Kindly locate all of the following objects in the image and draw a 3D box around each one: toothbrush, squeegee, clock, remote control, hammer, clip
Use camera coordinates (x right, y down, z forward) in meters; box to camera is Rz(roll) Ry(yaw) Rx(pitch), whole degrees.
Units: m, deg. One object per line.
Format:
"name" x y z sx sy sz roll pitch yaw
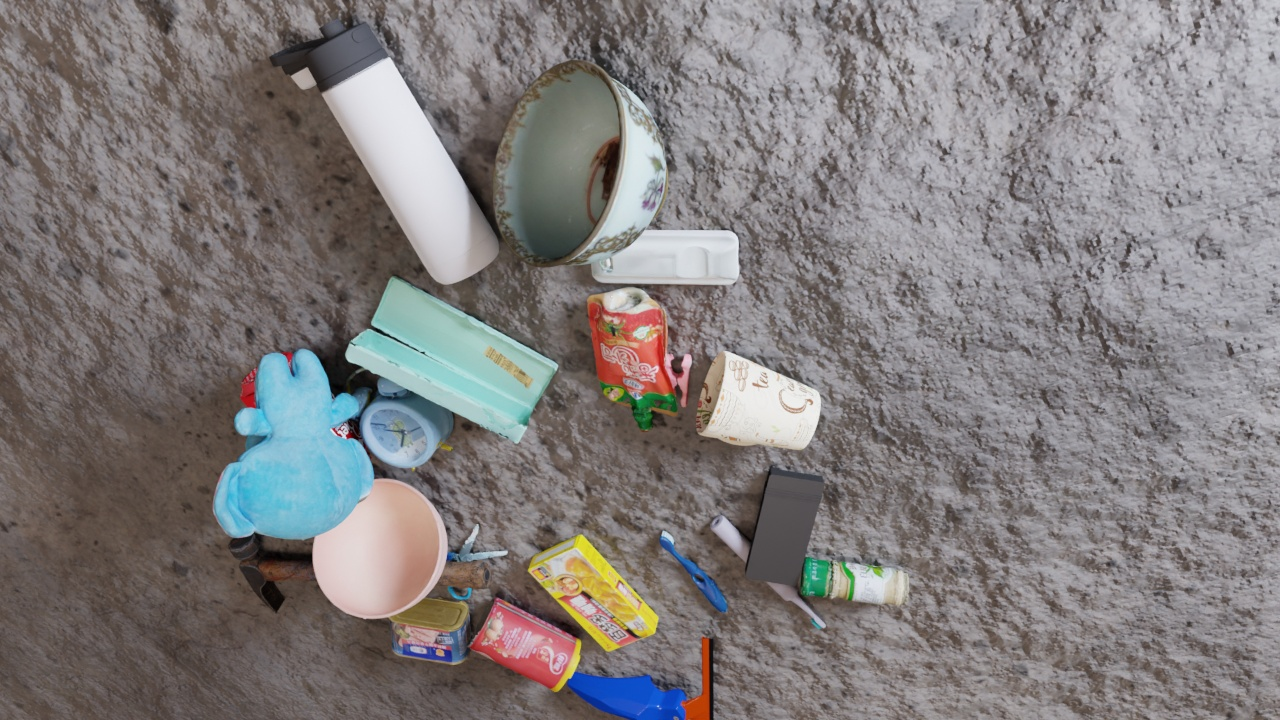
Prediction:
"toothbrush" 0.143 0.235 1.002 0.019 0.018 0.188 -36 109 26
"squeegee" -0.003 0.416 1.128 0.185 0.055 0.250 9 124 19
"clock" -0.253 0.056 0.951 0.089 0.051 0.124 -27 110 26
"remote control" 0.020 -0.090 0.817 0.133 0.022 0.050 2 122 11
"toothbrush" 0.060 0.237 1.024 0.021 0.016 0.132 -26 116 26
"remote control" 0.148 0.174 0.953 0.058 0.013 0.134 10 116 0
"hammer" -0.331 0.260 1.102 0.331 0.033 0.120 -2 126 17
"clip" 0.032 0.018 0.885 0.043 0.023 0.060 22 122 3

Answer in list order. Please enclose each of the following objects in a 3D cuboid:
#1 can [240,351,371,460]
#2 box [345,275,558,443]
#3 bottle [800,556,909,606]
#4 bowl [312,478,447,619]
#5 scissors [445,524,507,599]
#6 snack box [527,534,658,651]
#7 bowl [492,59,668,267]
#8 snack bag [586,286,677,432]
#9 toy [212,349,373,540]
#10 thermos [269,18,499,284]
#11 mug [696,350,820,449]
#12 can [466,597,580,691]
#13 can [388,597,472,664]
"can" -0.349 0.064 0.962 0.075 0.074 0.142 -19 116 22
"box" -0.178 -0.007 0.897 0.188 0.077 0.091 28 100 -6
"bottle" 0.226 0.235 0.971 0.110 0.042 0.043 5 123 8
"bowl" -0.277 0.211 1.020 0.153 0.152 0.076 -1 163 13
"scissors" -0.221 0.230 1.078 0.117 0.014 0.130 28 124 -5
"snack box" -0.053 0.271 1.062 0.075 0.025 0.152 -29 112 26
"bowl" -0.035 -0.147 0.737 0.093 0.159 0.160 7 136 -44
"snack bag" -0.005 0.005 0.876 0.087 0.044 0.155 12 131 27
"toy" -0.336 0.083 0.874 0.115 0.183 0.180 -8 92 33
"thermos" -0.217 -0.174 0.791 0.101 0.068 0.230 -11 119 33
"mug" 0.106 0.053 0.871 0.097 0.080 0.122 16 145 -7
"can" -0.138 0.340 1.099 0.124 0.066 0.067 30 123 -7
"can" -0.257 0.328 1.125 0.100 0.053 0.059 7 121 7
